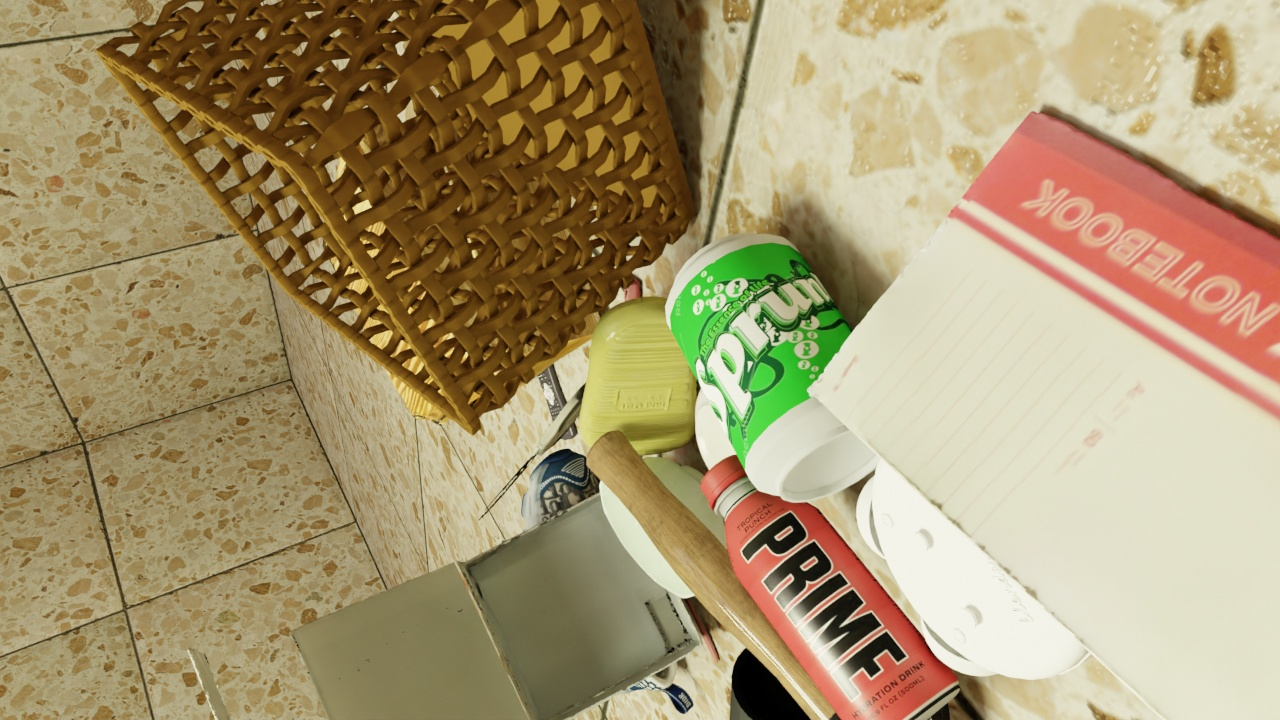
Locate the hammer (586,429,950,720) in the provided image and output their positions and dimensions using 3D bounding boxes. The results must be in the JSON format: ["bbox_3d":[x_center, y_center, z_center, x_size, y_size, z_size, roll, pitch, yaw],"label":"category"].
[{"bbox_3d":[0.065,0.153,0.602,0.305,0.040,0.132,46,108,31],"label":"hammer"}]

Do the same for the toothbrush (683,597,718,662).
[{"bbox_3d":[0.030,0.189,0.833,0.184,0.015,0.015,66,161,6],"label":"toothbrush"}]

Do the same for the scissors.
[{"bbox_3d":[-0.092,0.078,0.862,0.012,0.162,0.155,38,113,6],"label":"scissors"}]

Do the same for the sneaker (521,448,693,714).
[{"bbox_3d":[-0.024,0.213,0.889,0.133,0.103,0.269,-3,105,48],"label":"sneaker"}]

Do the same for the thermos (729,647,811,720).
[{"bbox_3d":[0.107,0.302,0.678,0.086,0.086,0.199,41,142,46],"label":"thermos"}]

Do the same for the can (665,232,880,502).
[{"bbox_3d":[0.076,0.001,0.509,0.088,0.087,0.139,104,147,-49],"label":"can"}]

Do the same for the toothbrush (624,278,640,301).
[{"bbox_3d":[-0.009,0.015,0.785,0.016,0.016,0.190,44,144,44],"label":"toothbrush"}]

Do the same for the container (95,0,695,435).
[{"bbox_3d":[-0.143,-0.140,0.591,0.252,0.213,0.220,30,156,36],"label":"container"}]

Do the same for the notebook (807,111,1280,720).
[{"bbox_3d":[0.174,0.015,0.333,0.153,0.012,0.208,-54,50,14],"label":"notebook"}]

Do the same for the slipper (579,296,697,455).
[{"bbox_3d":[-0.004,0.004,0.686,0.191,0.091,0.081,94,166,-55],"label":"slipper"}]

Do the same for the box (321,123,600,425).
[{"bbox_3d":[-0.179,-0.076,0.891,0.280,0.167,0.245,-28,82,63],"label":"box"}]

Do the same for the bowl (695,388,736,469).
[{"bbox_3d":[0.074,0.049,0.605,0.105,0.054,0.105,42,143,43],"label":"bowl"}]

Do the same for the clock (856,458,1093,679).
[{"bbox_3d":[0.164,0.084,0.428,0.125,0.072,0.161,61,153,19],"label":"clock"}]

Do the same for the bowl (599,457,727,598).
[{"bbox_3d":[0.027,0.123,0.727,0.117,0.061,0.118,39,148,30],"label":"bowl"}]

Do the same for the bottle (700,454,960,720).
[{"bbox_3d":[0.097,0.128,0.519,0.176,0.062,0.062,52,149,29],"label":"bottle"}]

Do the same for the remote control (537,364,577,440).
[{"bbox_3d":[-0.097,0.026,0.974,0.047,0.009,0.124,-20,90,64],"label":"remote control"}]

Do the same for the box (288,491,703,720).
[{"bbox_3d":[-0.173,0.260,0.728,0.166,0.477,0.119,62,148,11],"label":"box"}]
